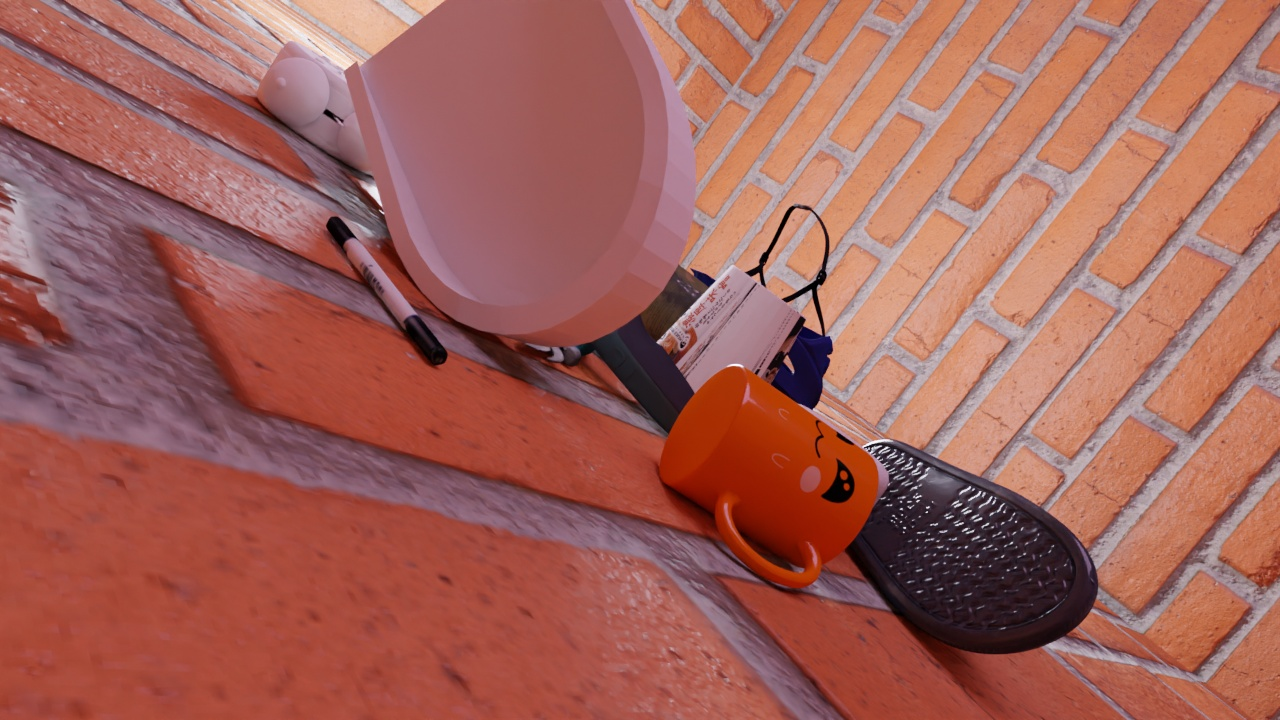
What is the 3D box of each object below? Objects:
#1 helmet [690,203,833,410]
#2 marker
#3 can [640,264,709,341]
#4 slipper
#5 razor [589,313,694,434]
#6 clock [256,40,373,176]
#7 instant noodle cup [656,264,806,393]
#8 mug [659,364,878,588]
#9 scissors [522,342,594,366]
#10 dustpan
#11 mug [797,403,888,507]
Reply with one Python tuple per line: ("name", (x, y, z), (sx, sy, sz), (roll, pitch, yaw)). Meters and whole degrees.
("helmet", (0.165, -0.059, 1.085), (0.241, 0.227, 0.148), (35, -1, -28))
("marker", (-0.133, -0.040, 0.471), (0.011, 0.011, 0.152), (27, 12, -48))
("can", (0.040, -0.048, 0.984), (0.074, 0.090, 0.089), (39, 8, 20))
("slipper", (0.217, 0.139, 0.654), (0.083, 0.110, 0.268), (51, -2, -19))
("razor", (-0.001, -0.002, 0.643), (0.143, 0.047, 0.052), (53, 37, 10))
("clock", (-0.256, -0.221, 0.790), (0.125, 0.073, 0.161), (33, 8, -22))
("instant noodle cup", (0.084, -0.015, 0.859), (0.123, 0.122, 0.123), (35, 8, -6))
("mug", (0.068, 0.071, 0.503), (0.096, 0.078, 0.112), (34, 39, -15))
("scissors", (-0.059, -0.019, 0.644), (0.126, 0.019, 0.154), (26, 14, -44))
("dustpan", (-0.076, -0.134, 0.545), (0.257, 0.192, 0.053), (64, 17, 16))
("mug", (0.127, 0.081, 0.669), (0.094, 0.068, 0.115), (38, 8, 13))
